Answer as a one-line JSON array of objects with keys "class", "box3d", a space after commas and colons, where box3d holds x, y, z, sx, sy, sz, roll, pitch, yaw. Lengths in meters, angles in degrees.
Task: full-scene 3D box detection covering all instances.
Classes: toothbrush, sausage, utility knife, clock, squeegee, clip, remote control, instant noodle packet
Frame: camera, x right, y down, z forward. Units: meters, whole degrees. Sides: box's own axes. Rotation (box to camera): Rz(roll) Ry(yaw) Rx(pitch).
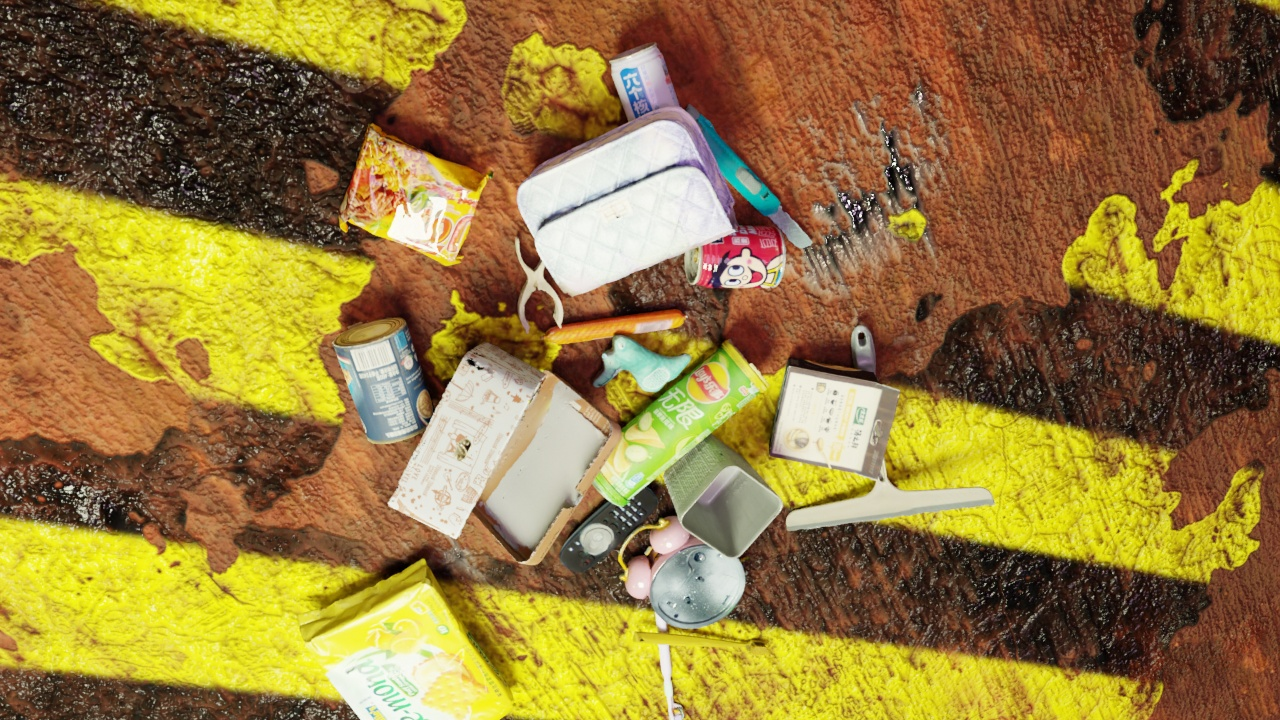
[{"class": "toothbrush", "box3d": [0.034, 0.381, 1.164, 0.021, 0.029, 0.189, 3, 113, 27]}, {"class": "sausage", "box3d": [-0.027, -0.036, 0.994, 0.165, 0.021, 0.021, -8, 111, -9]}, {"class": "utility knife", "box3d": [0.115, -0.189, 0.973, 0.207, 0.013, 0.029, 41, 97, -22]}, {"class": "clock", "box3d": [0.046, 0.248, 1.097, 0.158, 0.059, 0.117, 29, 103, -22]}, {"class": "toothbrush", "box3d": [0.078, 0.356, 1.153, 0.190, 0.016, 0.016, 12, 100, -24]}, {"class": "squeegee", "box3d": [0.277, 0.071, 1.093, 0.247, 0.039, 0.247, -10, 106, 11]}, {"class": "clip", "box3d": [-0.095, -0.079, 0.959, 0.083, 0.035, 0.104, 8, 100, -12]}, {"class": "remote control", "box3d": [-0.039, 0.194, 1.076, 0.136, 0.024, 0.053, -42, 116, 5]}, {"class": "instant noodle packet", "box3d": [-0.220, -0.156, 0.896, 0.128, 0.044, 0.111, 20, 109, -19]}]

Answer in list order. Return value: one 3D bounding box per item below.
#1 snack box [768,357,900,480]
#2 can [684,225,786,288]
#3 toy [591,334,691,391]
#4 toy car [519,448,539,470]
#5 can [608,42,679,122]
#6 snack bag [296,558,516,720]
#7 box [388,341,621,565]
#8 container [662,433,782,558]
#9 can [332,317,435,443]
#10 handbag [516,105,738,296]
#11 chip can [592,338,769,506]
[{"class": "snack box", "box3d": [0.219, 0.066, 1.050, 0.126, 0.053, 0.113, 11, 108, 4]}, {"class": "can", "box3d": [0.099, -0.110, 0.970, 0.093, 0.066, 0.066, 0, 110, -12]}, {"class": "toy", "box3d": [-0.006, 0.006, 1.008, 0.092, 0.030, 0.097, 32, 119, -29]}, {"class": "toy car", "box3d": [-0.115, 0.120, 1.026, 0.122, 0.037, 0.056, -39, 108, 17]}, {"class": "can", "box3d": [0.015, -0.241, 0.910, 0.053, 0.053, 0.135, -23, 113, -4]}, {"class": "snack bag", "box3d": [-0.261, 0.350, 1.061, 0.158, 0.068, 0.246, -27, 113, -2]}, {"class": "box", "box3d": [-0.130, 0.103, 0.946, 0.178, 0.152, 0.182, 29, 97, -2]}, {"class": "container", "box3d": [0.087, 0.145, 1.036, 0.090, 0.114, 0.090, 38, 98, -22]}, {"class": "can", "box3d": [-0.259, 0.019, 0.934, 0.075, 0.075, 0.111, -16, 112, -7]}, {"class": "handbag", "box3d": [-0.017, -0.150, 0.891, 0.194, 0.075, 0.134, -20, 115, 23]}, {"class": "chip can", "box3d": [0.036, 0.072, 1.021, 0.221, 0.072, 0.072, -40, 113, 4]}]
